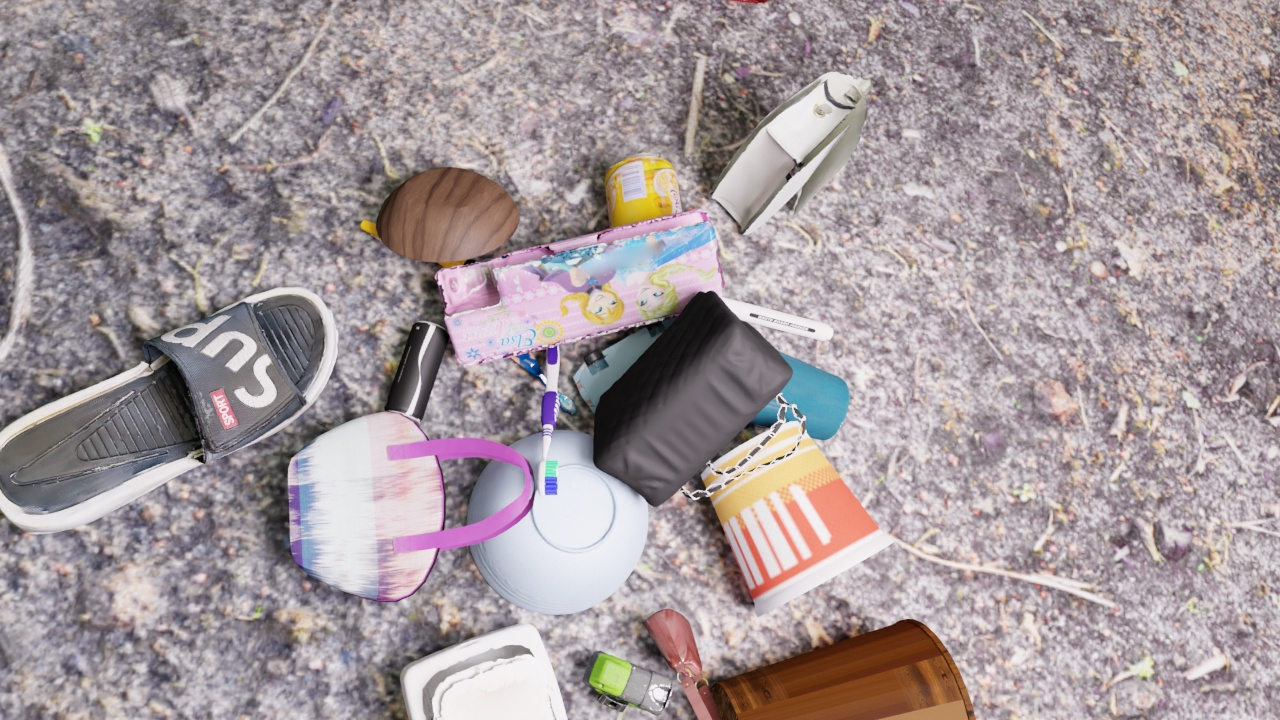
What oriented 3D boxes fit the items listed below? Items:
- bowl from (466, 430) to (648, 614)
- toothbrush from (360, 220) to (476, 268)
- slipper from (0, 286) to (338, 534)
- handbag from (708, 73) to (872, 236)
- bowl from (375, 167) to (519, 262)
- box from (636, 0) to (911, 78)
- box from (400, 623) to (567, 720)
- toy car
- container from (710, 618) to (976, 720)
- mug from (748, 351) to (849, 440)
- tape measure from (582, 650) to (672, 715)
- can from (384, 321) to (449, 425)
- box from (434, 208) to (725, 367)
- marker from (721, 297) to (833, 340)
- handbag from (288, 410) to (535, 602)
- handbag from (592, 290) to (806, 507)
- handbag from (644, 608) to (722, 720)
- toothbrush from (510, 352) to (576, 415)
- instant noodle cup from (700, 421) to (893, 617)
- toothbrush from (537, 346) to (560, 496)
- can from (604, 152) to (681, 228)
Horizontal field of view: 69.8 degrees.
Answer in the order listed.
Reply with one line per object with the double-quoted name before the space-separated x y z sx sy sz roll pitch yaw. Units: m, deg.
"bowl" -0.058 0.121 0.722 0.150 0.075 0.150 5 71 -15
"toothbrush" -0.146 -0.075 0.784 0.196 0.031 0.031 25 72 -5
"slipper" -0.345 0.030 0.678 0.263 0.063 0.111 -30 83 -19
"handbag" 0.161 -0.200 0.844 0.175 0.151 0.074 -41 88 -24
"bowl" -0.161 -0.130 0.763 0.119 0.032 0.119 1 43 -1
"box" 0.055 -0.357 0.837 0.212 0.128 0.424 2 43 -16
"box" -0.109 0.250 0.654 0.107 0.102 0.102 -16 77 -18
"toy car" -0.005 0.005 0.799 0.107 0.027 0.060 -30 90 -6
"container" 0.149 0.283 0.708 0.167 0.132 0.132 -8 75 -12
"mug" 0.116 0.027 0.805 0.121 0.078 0.078 18 69 -15
"tape measure" -0.012 0.250 0.703 0.065 0.059 0.035 21 69 4
"can" -0.181 0.010 0.745 0.031 0.032 0.080 18 69 -10
"box" -0.046 -0.059 0.742 0.230 0.063 0.084 -13 98 -3
"marker" 0.117 -0.038 0.854 0.133 0.017 0.020 14 106 -12
"handbag" -0.162 0.100 0.673 0.170 0.068 0.144 -9 75 3
"handbag" 0.046 0.032 0.720 0.114 0.125 0.154 34 107 -23
"handbag" 0.042 0.250 0.699 0.029 0.055 0.119 -32 53 6
"toothbrush" -0.101 -0.004 0.780 0.021 0.017 0.135 -43 88 -15
"instant noodle cup" 0.120 0.125 0.753 0.123 0.124 0.121 -23 73 -21
"toothbrush" -0.071 0.035 0.732 0.016 0.015 0.186 -1 42 -2
"can" 0.005 -0.123 0.820 0.067 0.068 0.105 -2 73 -17
